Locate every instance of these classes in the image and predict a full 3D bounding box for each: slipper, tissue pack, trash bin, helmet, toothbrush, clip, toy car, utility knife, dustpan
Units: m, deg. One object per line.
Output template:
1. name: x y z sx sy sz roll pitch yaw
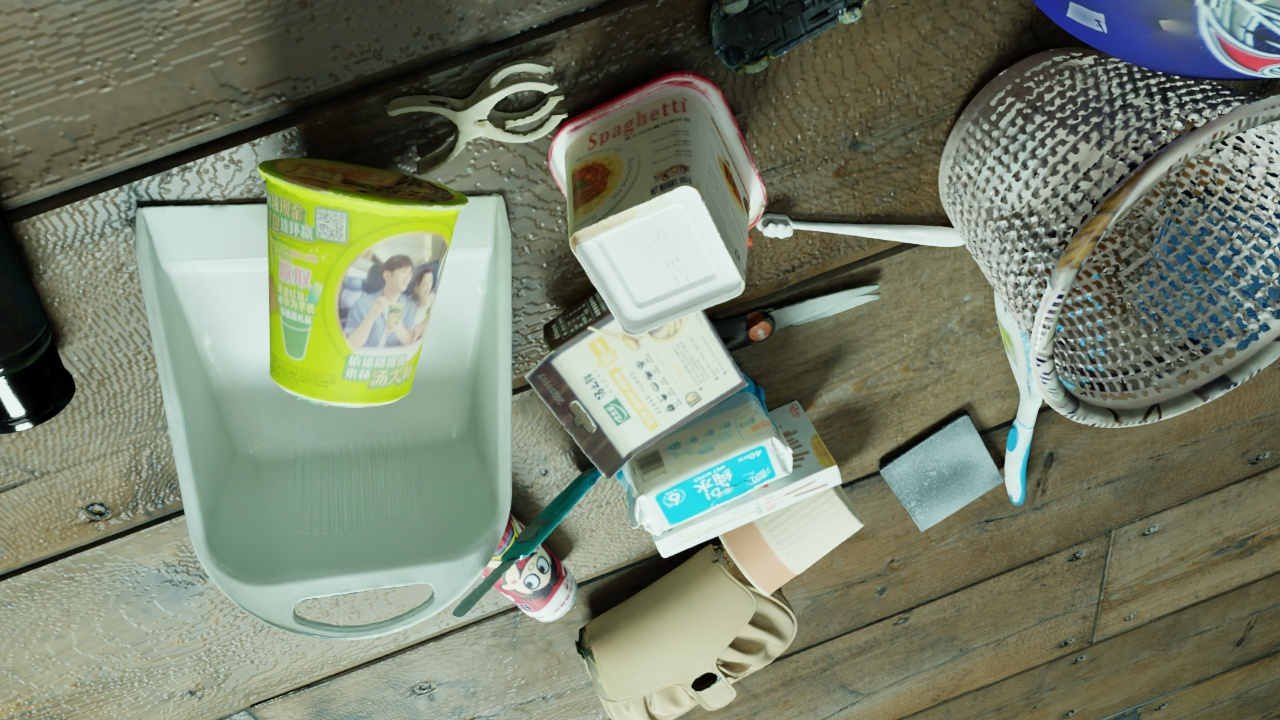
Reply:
1. slipper: 0.461 -0.096 0.729 0.095 0.105 0.253 -65 147 -18
2. tissue pack: 0.045 0.072 0.719 0.140 0.090 0.063 -25 131 1
3. trash bin: 0.308 -0.100 0.600 0.227 0.192 0.228 -10 130 -12
4. helmet: 0.322 -0.262 0.445 0.315 0.247 0.241 -8 128 -21
5. toothbrush: 0.169 -0.094 0.676 0.180 0.016 0.016 1 129 -19
6. clip: -0.093 -0.143 0.539 0.100 0.034 0.074 -17 132 1
7. toy car: 0.087 -0.212 0.545 0.105 0.031 0.049 -28 130 3
8. utility knife: -0.076 0.125 0.674 0.029 0.218 0.013 -17 103 27
9. dustpan: -0.186 0.045 0.590 0.222 0.142 0.258 -5 130 -15

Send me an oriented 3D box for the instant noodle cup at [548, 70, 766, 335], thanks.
1. instant noodle cup: 0.011 -0.088 0.540 0.116 0.124 0.117 -21 125 17

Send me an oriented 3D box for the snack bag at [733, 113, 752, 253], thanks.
1. snack bag: 0.053 -0.113 0.616 0.045 0.026 0.105 -10 127 -2

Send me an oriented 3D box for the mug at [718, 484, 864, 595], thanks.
1. mug: 0.122 0.131 0.808 0.106 0.081 0.114 -38 100 10

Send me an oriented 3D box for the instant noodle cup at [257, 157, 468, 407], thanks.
1. instant noodle cup: -0.164 -0.042 0.522 0.111 0.111 0.123 6 108 -23

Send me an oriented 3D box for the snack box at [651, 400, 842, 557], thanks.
1. snack box: 0.075 0.095 0.751 0.157 0.084 0.027 -23 129 0

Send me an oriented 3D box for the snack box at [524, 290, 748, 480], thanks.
1. snack box: -0.004 0.004 0.649 0.126 0.053 0.113 -32 122 4

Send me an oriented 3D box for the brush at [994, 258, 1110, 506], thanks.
1. brush: 0.360 0.028 0.820 0.109 0.060 0.314 -26 133 10

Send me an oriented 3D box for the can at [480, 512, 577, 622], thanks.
1. can: -0.106 0.168 0.770 0.053 0.053 0.133 -30 130 6

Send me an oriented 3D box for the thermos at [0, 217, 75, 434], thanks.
1. thermos: -0.386 -0.069 0.482 0.090 0.068 0.243 6 129 5

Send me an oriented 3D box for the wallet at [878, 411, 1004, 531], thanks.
1. wallet: 0.289 0.107 0.879 0.097 0.019 0.121 -35 129 8

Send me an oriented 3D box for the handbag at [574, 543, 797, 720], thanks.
1. handbag: 0.044 0.268 0.869 0.204 0.099 0.148 -34 127 5

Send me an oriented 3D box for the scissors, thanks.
1. scissors: 0.075 -0.031 0.692 0.235 0.021 0.139 -32 130 9
